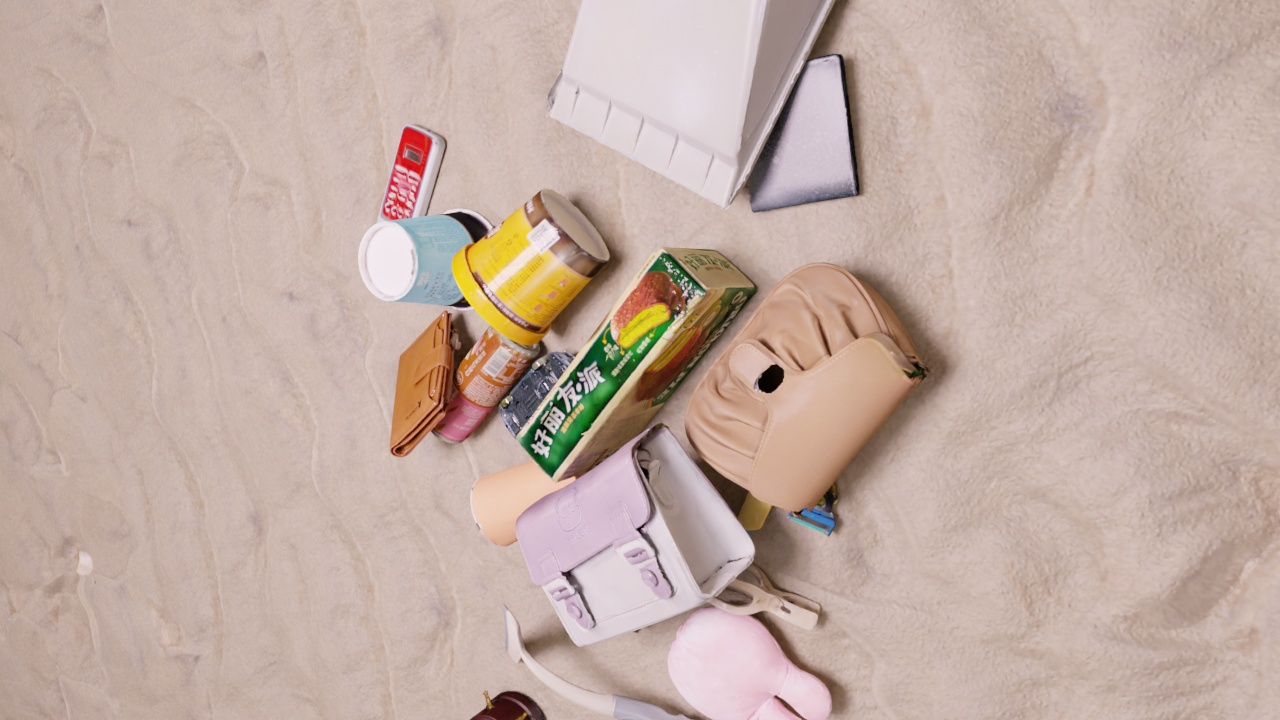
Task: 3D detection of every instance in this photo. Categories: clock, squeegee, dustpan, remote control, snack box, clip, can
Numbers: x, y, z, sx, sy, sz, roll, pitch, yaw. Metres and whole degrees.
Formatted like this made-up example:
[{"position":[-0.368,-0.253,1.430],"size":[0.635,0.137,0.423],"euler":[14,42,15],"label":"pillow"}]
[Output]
[{"position":[-0.151,0.426,1.013],"size":[0.082,0.055,0.122],"euler":[17,106,26],"label":"clock"},{"position":[-0.032,0.331,0.905],"size":[0.246,0.247,0.039],"euler":[23,63,4],"label":"squeegee"},{"position":[0.062,-0.307,0.803],"size":[0.223,0.142,0.258],"euler":[33,129,25],"label":"dustpan"},{"position":[-0.257,-0.190,1.015],"size":[0.056,0.020,0.136],"euler":[29,109,22],"label":"remote control"},{"position":[-0.005,0.005,0.847],"size":[0.063,0.114,0.241],"euler":[46,115,18],"label":"snack box"},{"position":[0.115,0.216,0.863],"size":[0.104,0.089,0.035],"euler":[12,102,-4],"label":"clip"},{"position":[-0.169,0.022,0.971],"size":[0.058,0.057,0.148],"euler":[49,116,15],"label":"can"}]

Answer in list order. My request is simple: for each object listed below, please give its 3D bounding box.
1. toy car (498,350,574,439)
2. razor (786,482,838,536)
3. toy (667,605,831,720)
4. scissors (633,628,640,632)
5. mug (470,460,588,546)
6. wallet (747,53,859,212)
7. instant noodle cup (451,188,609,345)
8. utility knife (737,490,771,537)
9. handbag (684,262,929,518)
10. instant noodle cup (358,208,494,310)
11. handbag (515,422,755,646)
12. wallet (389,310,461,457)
[{"position":[-0.102,0.038,0.951],"size":[0.121,0.036,0.054],"euler":[-44,77,36],"label":"toy car"},{"position":[0.175,0.084,0.811],"size":[0.042,0.022,0.143],"euler":[21,102,-1],"label":"razor"},{"position":[0.100,0.301,0.860],"size":[0.159,0.054,0.121],"euler":[31,117,23],"label":"toy"},{"position":[0.023,0.198,0.883],"size":[0.177,0.019,0.174],"euler":[19,104,49],"label":"scissors"},{"position":[-0.103,0.136,0.943],"size":[0.123,0.078,0.078],"euler":[-25,84,25],"label":"mug"},{"position":[0.133,-0.194,0.790],"size":[0.097,0.019,0.121],"euler":[-5,102,25],"label":"wallet"},{"position":[-0.102,-0.095,0.892],"size":[0.115,0.118,0.118],"euler":[-40,77,19],"label":"instant noodle cup"},{"position":[0.119,0.100,0.844],"size":[0.031,0.019,0.175],"euler":[29,102,29],"label":"utility knife"},{"position":[0.132,0.023,0.771],"size":[0.148,0.099,0.205],"euler":[46,109,30],"label":"handbag"},{"position":[-0.221,-0.105,0.949],"size":[0.111,0.120,0.111],"euler":[3,97,28],"label":"instant noodle cup"},{"position":[-0.017,0.161,0.815],"size":[0.198,0.098,0.145],"euler":[-37,82,44],"label":"handbag"},{"position":[-0.231,0.024,0.977],"size":[0.108,0.031,0.131],"euler":[-40,40,36],"label":"wallet"}]
